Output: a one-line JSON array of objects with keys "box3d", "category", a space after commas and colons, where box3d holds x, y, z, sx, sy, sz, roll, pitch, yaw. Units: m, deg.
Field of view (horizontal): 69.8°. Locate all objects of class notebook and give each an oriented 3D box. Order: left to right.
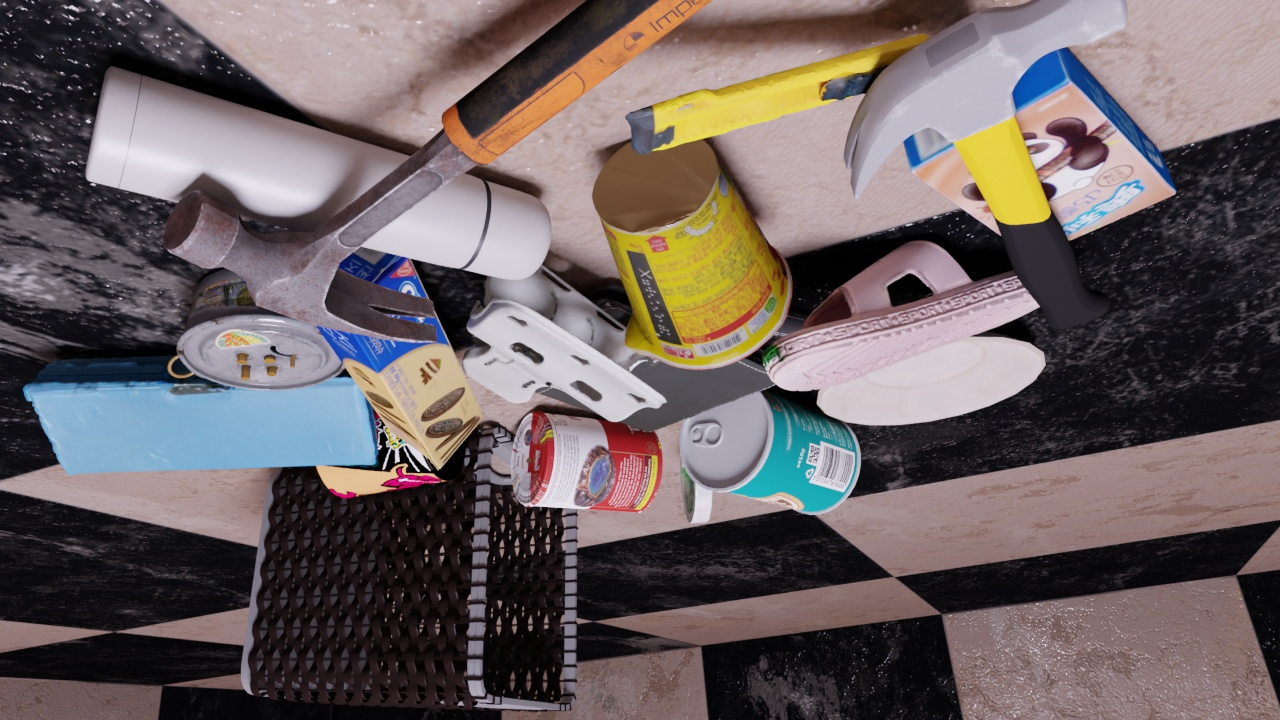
[{"box3d": [-0.005, 0.004, 0.731, 0.170, 0.029, 0.208, -24, 150, 37], "category": "notebook"}]

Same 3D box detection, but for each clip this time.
[{"box3d": [-0.056, -0.019, 0.614, 0.126, 0.099, 0.152, 37, 165, -26], "category": "clip"}]

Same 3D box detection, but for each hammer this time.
[{"box3d": [-0.049, -0.103, 0.401, 0.315, 0.035, 0.137, -30, 144, 23], "category": "hammer"}, {"box3d": [0.208, -0.079, 0.497, 0.127, 0.029, 0.323, -21, 152, 26], "category": "hammer"}]

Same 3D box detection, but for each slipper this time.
[{"box3d": [0.182, -0.039, 0.630, 0.239, 0.064, 0.094, -15, 163, -21], "category": "slipper"}]

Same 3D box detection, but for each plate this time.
[{"box3d": [0.246, 0.011, 0.792, 0.188, 0.027, 0.189, -4, 156, -2], "category": "plate"}]

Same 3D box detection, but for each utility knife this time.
[{"box3d": [0.095, -0.129, 0.409, 0.217, 0.019, 0.030, -21, 163, -12], "category": "utility knife"}]

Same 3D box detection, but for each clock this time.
[{"box3d": [-0.258, -0.014, 0.610, 0.148, 0.056, 0.104, -18, 153, 22], "category": "clock"}]

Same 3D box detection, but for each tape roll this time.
[{"box3d": [0.054, 0.114, 0.907, 0.018, 0.093, 0.094, -2, 156, -6], "category": "tape roll"}]

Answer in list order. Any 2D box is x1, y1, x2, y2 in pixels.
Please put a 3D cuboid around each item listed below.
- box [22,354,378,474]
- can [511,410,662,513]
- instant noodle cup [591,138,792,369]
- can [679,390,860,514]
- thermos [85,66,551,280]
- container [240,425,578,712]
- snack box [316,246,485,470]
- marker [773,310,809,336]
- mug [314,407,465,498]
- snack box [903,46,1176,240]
[{"box3d": [-0.317, 0.037, 0.687, 0.231, 0.054, 0.093, -2, 129, -5], "category": "box"}, {"box3d": [-0.051, 0.096, 0.855, 0.116, 0.086, 0.087, 9, 153, -29], "category": "can"}, {"box3d": [0.026, -0.066, 0.514, 0.100, 0.100, 0.112, -11, 145, 15], "category": "instant noodle cup"}, {"box3d": [0.120, 0.081, 0.839, 0.099, 0.099, 0.143, -24, 150, 37], "category": "can"}, {"box3d": [-0.151, -0.087, 0.469, 0.223, 0.052, 0.052, 12, 151, -32], "category": "thermos"}, {"box3d": [-0.219, 0.227, 0.934, 0.244, 0.245, 0.247, -7, 156, 14], "category": "container"}, {"box3d": [-0.160, -0.003, 0.599, 0.056, 0.057, 0.207, 31, 157, 21], "category": "snack box"}, {"box3d": [0.096, -0.029, 0.682, 0.144, 0.021, 0.023, 11, 114, -31], "category": "marker"}, {"box3d": [-0.205, 0.066, 0.786, 0.098, 0.082, 0.118, -11, -177, 14], "category": "mug"}, {"box3d": [0.221, -0.111, 0.507, 0.151, 0.034, 0.087, 17, 147, -41], "category": "snack box"}]
